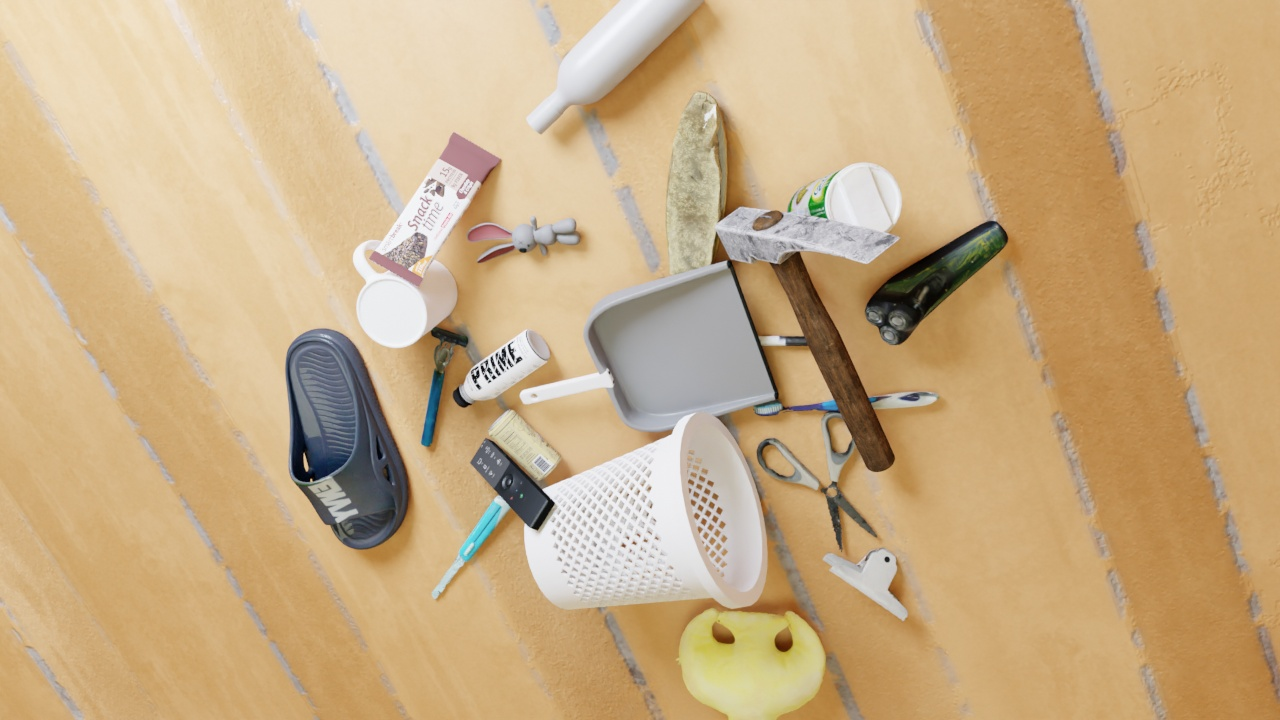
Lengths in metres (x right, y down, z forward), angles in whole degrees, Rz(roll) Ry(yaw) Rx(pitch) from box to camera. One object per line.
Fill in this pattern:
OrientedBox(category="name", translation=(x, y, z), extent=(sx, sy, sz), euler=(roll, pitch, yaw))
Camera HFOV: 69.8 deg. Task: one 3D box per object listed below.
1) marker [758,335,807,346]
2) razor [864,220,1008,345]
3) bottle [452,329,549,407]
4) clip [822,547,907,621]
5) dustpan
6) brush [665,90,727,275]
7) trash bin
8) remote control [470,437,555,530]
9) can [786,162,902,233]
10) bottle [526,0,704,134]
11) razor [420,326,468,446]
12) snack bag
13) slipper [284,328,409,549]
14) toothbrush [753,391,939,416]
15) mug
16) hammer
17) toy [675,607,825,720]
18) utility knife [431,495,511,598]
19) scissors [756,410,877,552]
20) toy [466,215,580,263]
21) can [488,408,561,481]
OrientedBox(category="marker", translation=(0.107, -0.020, 0.948), extent=(0.152, 0.011, 0.011), euler=(0, 109, 10))
OrientedBox(category="razor", translation=(0.285, -0.075, 0.872), extent=(0.151, 0.067, 0.054), euler=(-38, 103, 11))
OrientedBox(category="bottle", translation=(-0.153, 0.013, 0.987), extent=(0.116, 0.041, 0.041), euler=(-33, 101, 18))
OrientedBox(category="clip", translation=(0.254, 0.238, 1.005), extent=(0.102, 0.057, 0.052), euler=(35, 135, -5))
OrientedBox(category="dustpan", translation=(-0.006, 0.006, 0.946), extent=(0.258, 0.033, 0.163), euler=(-13, 119, 20))
OrientedBox(category="brush", translation=(0.053, -0.159, 0.890), extent=(0.059, 0.043, 0.196), euler=(6, 111, 7))
OrientedBox(category="trash bin", translation=(0.000, 0.174, 0.952), extent=(0.200, 0.195, 0.195), euler=(-19, 105, 25))
OrientedBox(category="remote control", translation=(-0.139, 0.129, 0.978), extent=(0.013, 0.150, 0.034), euler=(31, 91, -41))
OrientedBox(category="can", translation=(0.181, -0.137, 0.829), extent=(0.067, 0.121, 0.067), euler=(0, 93, -8))
OrientedBox(category="bottle", translation=(-0.031, -0.285, 0.856), extent=(0.196, 0.052, 0.052), euler=(-39, 99, 19))
OrientedBox(category="razor", translation=(-0.226, 0.033, 1.017), extent=(0.042, 0.022, 0.144), euler=(18, 112, 4))
OrientedBox(category="snack bag", translation=(-0.203, -0.152, 0.909), extent=(0.057, 0.013, 0.157), euler=(30, 76, 0))
OrientedBox(category="slipper", translation=(-0.338, 0.100, 1.027), extent=(0.111, 0.083, 0.268), euler=(-7, 106, 10))
OrientedBox(category="toothbrush", translation=(0.211, 0.043, 0.949), extent=(0.189, 0.016, 0.017), euler=(-5, 141, 11))
OrientedBox(category="mug", translation=(-0.250, -0.076, 0.944), extent=(0.074, 0.090, 0.110), euler=(-33, 101, 18))
OrientedBox(category="hammer", translation=(0.196, -0.002, 0.844), extent=(0.037, 0.218, 0.301), euler=(-37, 116, -14))
OrientedBox(category="toy", translation=(0.125, 0.353, 1.049), extent=(0.170, 0.064, 0.155), euler=(0, 103, 9))
OrientedBox(category="utility knife", translation=(-0.201, 0.225, 1.085), extent=(0.022, 0.015, 0.179), euler=(34, 113, -4))
OrientedBox(category="scissors", translation=(0.198, 0.125, 0.982), extent=(0.157, 0.012, 0.166), euler=(21, 111, 4))
OrientedBox(category="toy", translation=(-0.118, -0.125, 0.938), extent=(0.112, 0.030, 0.049), euler=(-7, 136, 9))
OrientedBox(category="can", translation=(-0.128, 0.093, 1.012), extent=(0.079, 0.038, 0.038), euler=(45, 110, -7))
